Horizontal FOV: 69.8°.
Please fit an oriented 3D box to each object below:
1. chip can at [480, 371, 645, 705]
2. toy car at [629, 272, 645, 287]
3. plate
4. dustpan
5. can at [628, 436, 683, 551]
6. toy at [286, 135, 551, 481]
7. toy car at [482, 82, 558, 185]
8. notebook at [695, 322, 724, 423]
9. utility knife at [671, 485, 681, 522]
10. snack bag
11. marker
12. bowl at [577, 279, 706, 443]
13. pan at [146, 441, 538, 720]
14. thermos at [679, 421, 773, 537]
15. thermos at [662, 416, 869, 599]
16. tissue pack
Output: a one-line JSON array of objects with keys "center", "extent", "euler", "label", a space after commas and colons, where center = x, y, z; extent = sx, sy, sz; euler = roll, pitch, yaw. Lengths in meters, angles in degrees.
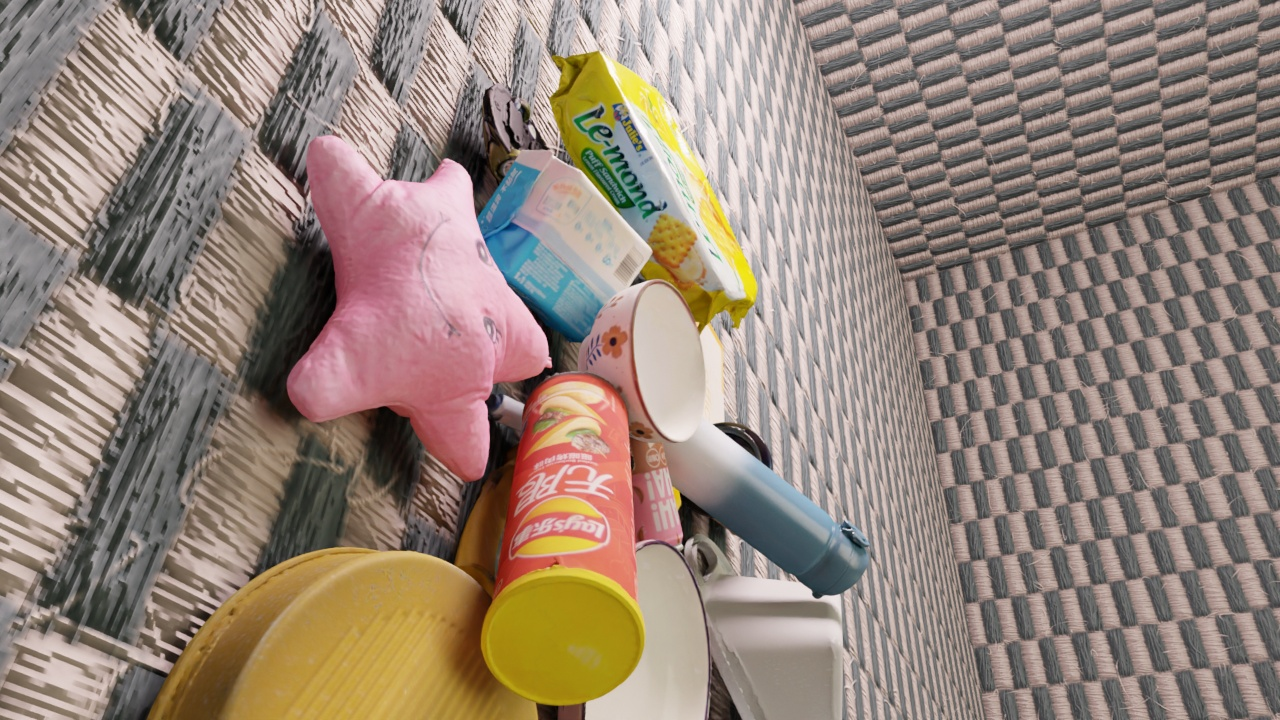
[{"center": [-0.037, 0.080, 0.493], "extent": [0.216, 0.073, 0.073], "euler": [-93, 160, -66], "label": "chip can"}, {"center": [0.008, -0.047, 0.858], "extent": [0.054, 0.037, 0.121], "euler": [-66, 139, -58], "label": "toy car"}, {"center": [-0.006, 0.217, 0.613], "extent": [0.192, 0.039, 0.192], "euler": [17, 71, -62], "label": "plate"}, {"center": [0.108, 0.287, 0.811], "extent": [0.222, 0.143, 0.257], "euler": [-1, 93, -78], "label": "dustpan"}, {"center": [-0.009, 0.077, 0.701], "extent": [0.057, 0.058, 0.147], "euler": [5, 71, -67], "label": "can"}, {"center": [-0.111, -0.034, 0.504], "extent": [0.178, 0.075, 0.194], "euler": [28, 50, -49], "label": "toy"}, {"center": [-0.081, -0.138, 0.691], "extent": [0.158, 0.042, 0.070], "euler": [57, 23, -49], "label": "toy car"}, {"center": [0.051, -0.003, 0.896], "extent": [0.206, 0.010, 0.145], "euler": [56, 31, -54], "label": "notebook"}, {"center": [0.014, 0.075, 0.817], "extent": [0.033, 0.015, 0.173], "euler": [1, 76, -61], "label": "utility knife"}, {"center": [0.015, -0.134, 0.771], "extent": [0.246, 0.068, 0.157], "euler": [63, 19, 5], "label": "snack bag"}, {"center": [-0.054, 0.053, 0.625], "extent": [0.130, 0.023, 0.018], "euler": [29, 23, -39], "label": "marker"}, {"center": [-0.004, 0.004, 0.642], "extent": [0.113, 0.062, 0.113], "euler": [24, 62, -57], "label": "bowl"}, {"center": [-0.102, 0.141, 0.456], "extent": [0.198, 0.078, 0.356], "euler": [67, 30, -22], "label": "pan"}, {"center": [0.090, 0.121, 0.882], "extent": [0.143, 0.093, 0.093], "euler": [55, 28, -57], "label": "thermos"}, {"center": [0.095, 0.118, 0.779], "extent": [0.220, 0.070, 0.070], "euler": [37, 31, -6], "label": "thermos"}, {"center": [-0.058, -0.076, 0.645], "extent": [0.090, 0.063, 0.140], "euler": [-56, 143, -5], "label": "tissue pack"}]
